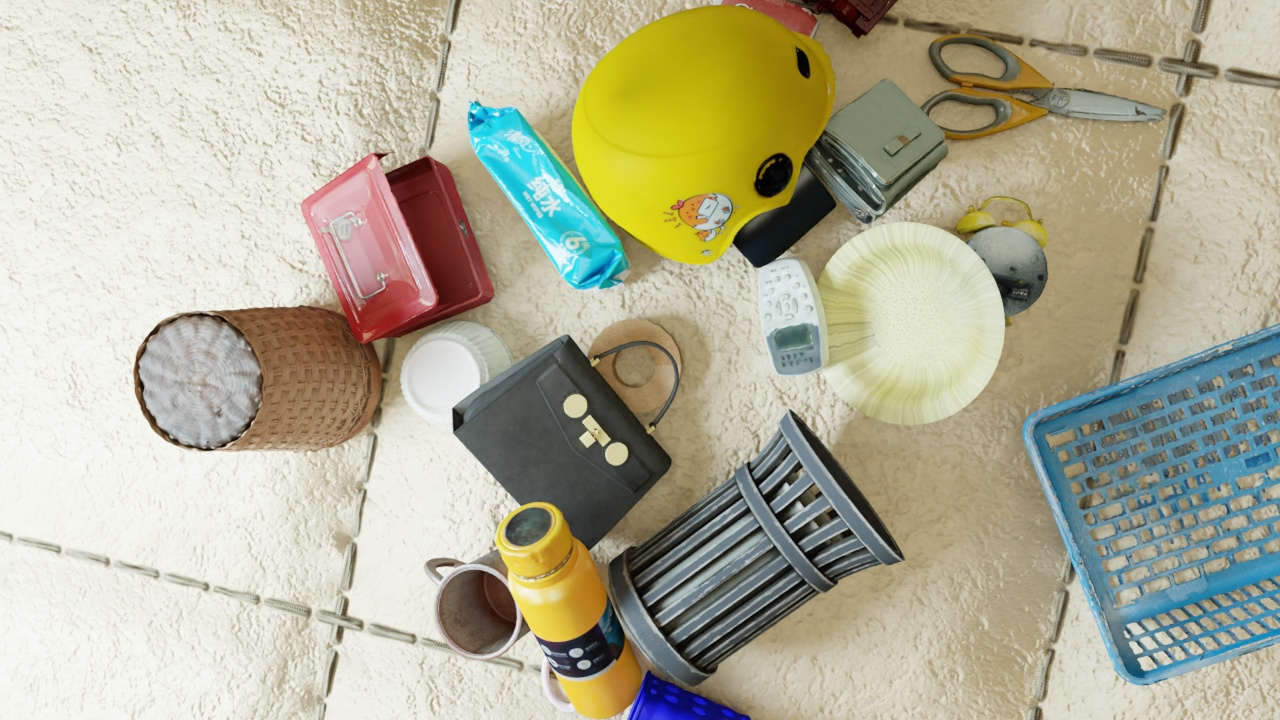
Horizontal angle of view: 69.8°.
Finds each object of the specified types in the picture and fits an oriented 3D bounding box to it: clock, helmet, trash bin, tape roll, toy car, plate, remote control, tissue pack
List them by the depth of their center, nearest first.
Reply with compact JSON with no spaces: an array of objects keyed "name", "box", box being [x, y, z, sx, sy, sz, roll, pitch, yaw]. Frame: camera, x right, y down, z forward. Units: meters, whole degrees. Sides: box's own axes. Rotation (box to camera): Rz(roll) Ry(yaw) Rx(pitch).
[{"name":"helmet","box":[0.038,-0.216,0.794,0.240,0.139,0.209,-44,56,18]},{"name":"trash bin","box":[0.097,0.179,0.842,0.228,0.164,0.164,-38,87,10]},{"name":"plate","box":[0.248,-0.034,0.850,0.185,0.036,0.184,7,101,39]},{"name":"clock","box":[0.331,-0.094,0.852,0.083,0.057,0.119,12,94,7]},{"name":"toy car","box":[0.164,-0.375,0.860,0.170,0.062,0.070,43,96,4]},{"name":"trash bin","box":[-0.354,0.022,0.863,0.151,0.210,0.151,0,92,7]},{"name":"tissue pack","box":[-0.086,-0.153,0.872,0.066,0.117,0.209,-37,87,4]},{"name":"remote control","box":[0.147,-0.042,0.883,0.060,0.028,0.114,-9,91,29]},{"name":"tape roll","box":[-0.005,0.005,0.911,0.094,0.027,0.094,0,92,7]}]

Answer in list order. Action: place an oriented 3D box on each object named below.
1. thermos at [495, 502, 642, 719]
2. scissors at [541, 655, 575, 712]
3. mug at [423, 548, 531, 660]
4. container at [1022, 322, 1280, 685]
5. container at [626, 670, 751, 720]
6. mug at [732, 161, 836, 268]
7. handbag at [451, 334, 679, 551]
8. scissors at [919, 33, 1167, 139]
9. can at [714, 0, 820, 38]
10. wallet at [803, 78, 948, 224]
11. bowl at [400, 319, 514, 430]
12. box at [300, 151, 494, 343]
[{"name":"thermos","box":[-0.069,0.226,0.835,0.076,0.091,0.233,-40,130,-26]},{"name":"scissors","box":[-0.088,0.275,0.938,0.101,0.016,0.178,-31,89,7]},{"name":"mug","box":[-0.150,0.223,0.895,0.123,0.110,0.096,30,94,14]},{"name":"container","box":[0.546,0.103,0.816,0.362,0.089,0.257,-21,89,7]},{"name":"container","box":[0.042,0.371,0.891,0.113,0.084,0.085,22,93,4]},{"name":"mug","box":[0.111,-0.157,0.870,0.094,0.085,0.121,-42,59,10]},{"name":"handbag","box":[-0.046,0.058,0.873,0.196,0.072,0.176,-38,110,1]},{"name":"scissors","box":[0.378,-0.257,0.861,0.229,0.016,0.114,4,93,6]},{"name":"can","box":[0.118,-0.319,0.872,0.096,0.054,0.054,24,94,5]},{"name":"wallet","box":[0.218,-0.195,0.837,0.100,0.054,0.131,49,54,0]},{"name":"bowl","box":[-0.188,0.016,0.916,0.115,0.062,0.115,0,92,7]},{"name":"box","box":[-0.236,-0.110,0.910,0.137,0.126,0.157,-20,93,27]}]
